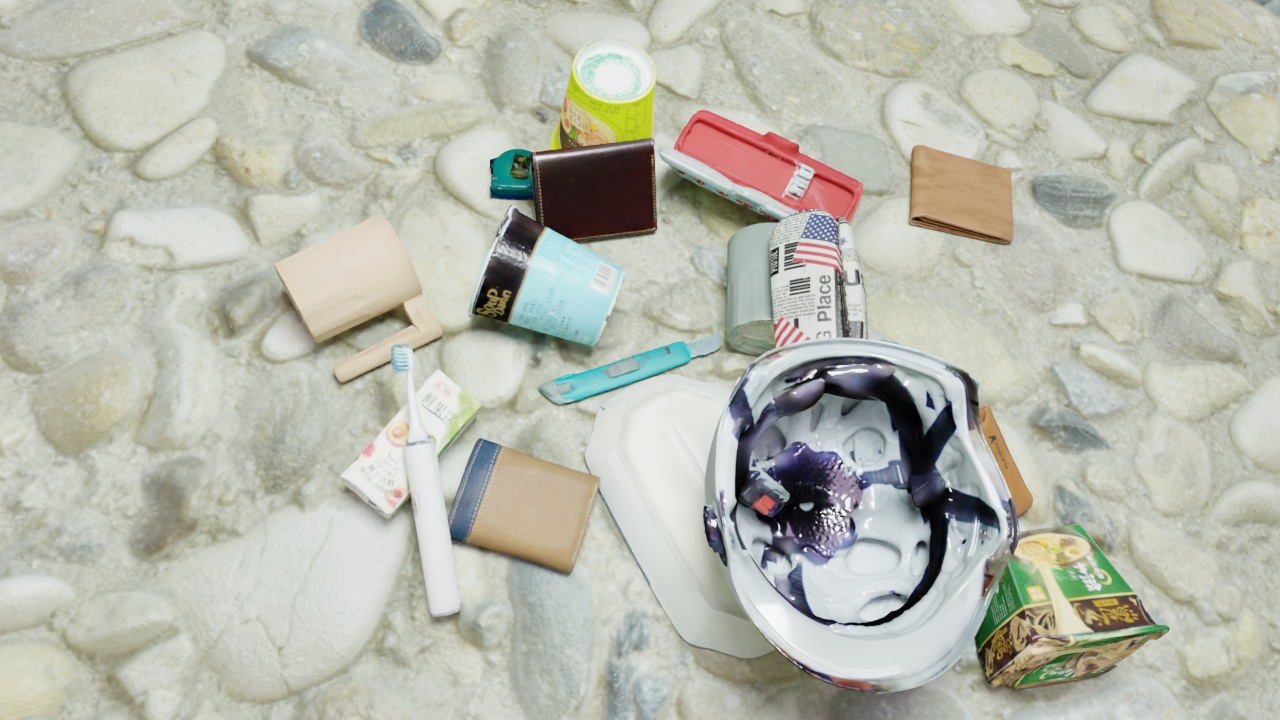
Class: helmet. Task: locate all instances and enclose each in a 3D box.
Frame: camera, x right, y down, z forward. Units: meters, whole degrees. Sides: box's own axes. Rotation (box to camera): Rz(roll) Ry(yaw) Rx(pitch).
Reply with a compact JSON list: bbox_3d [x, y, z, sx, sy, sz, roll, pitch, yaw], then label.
[{"bbox_3d":[0.151,0.118,0.714,0.229,0.146,0.258,-3,75,-8],"label":"helmet"}]

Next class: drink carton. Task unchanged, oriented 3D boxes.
[{"bbox_3d":[-0.194,0.071,0.784,0.053,0.046,0.122,39,66,-2],"label":"drink carton"}]

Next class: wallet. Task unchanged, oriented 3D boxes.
[{"bbox_3d":[0.348,-0.180,0.996,0.115,0.020,0.101,14,63,-4],"label":"wallet"},{"bbox_3d":[-0.100,0.123,0.781,0.115,0.033,0.090,16,66,-1],"label":"wallet"},{"bbox_3d":[0.282,0.102,0.816,0.130,0.035,0.119,-21,89,-31],"label":"wallet"},{"bbox_3d":[-0.044,-0.163,0.899,0.122,0.096,0.020,-9,28,-12],"label":"wallet"}]

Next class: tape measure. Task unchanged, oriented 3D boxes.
[{"bbox_3d":[-0.124,-0.190,0.932,0.058,0.025,0.054,2,65,-8],"label":"tape measure"}]

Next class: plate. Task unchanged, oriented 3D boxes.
[{"bbox_3d":[0.062,0.123,0.799,0.161,0.034,0.265,-23,70,-18],"label":"plate"}]

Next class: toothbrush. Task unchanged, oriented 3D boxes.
[{"bbox_3d":[-0.175,0.095,0.744,0.026,0.027,0.221,-7,86,-40],"label":"toothbrush"}]

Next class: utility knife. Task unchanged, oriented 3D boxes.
[{"bbox_3d":[-0.005,0.005,0.860,0.184,0.013,0.029,-18,67,-16],"label":"utility knife"}]

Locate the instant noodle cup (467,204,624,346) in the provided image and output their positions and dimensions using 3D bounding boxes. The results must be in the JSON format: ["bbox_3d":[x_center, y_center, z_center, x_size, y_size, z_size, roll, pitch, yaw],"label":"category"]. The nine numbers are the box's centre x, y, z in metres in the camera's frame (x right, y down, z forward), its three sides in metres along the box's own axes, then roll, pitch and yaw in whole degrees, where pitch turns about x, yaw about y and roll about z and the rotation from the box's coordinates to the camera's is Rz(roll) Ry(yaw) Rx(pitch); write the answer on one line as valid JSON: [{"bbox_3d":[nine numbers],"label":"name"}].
[{"bbox_3d":[-0.082,-0.069,0.842,0.120,0.111,0.111,22,63,-7],"label":"instant noodle cup"}]

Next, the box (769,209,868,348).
[{"bbox_3d":[0.157,-0.054,0.814,0.086,0.075,0.162,0,69,6],"label":"box"}]

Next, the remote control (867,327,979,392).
[{"bbox_3d":[0.257,0.016,0.887,0.135,0.019,0.056,28,64,6],"label":"remote control"}]

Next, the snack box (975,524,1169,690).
[{"bbox_3d":[0.340,0.201,0.764,0.117,0.118,0.105,-4,55,-10],"label":"snack box"}]

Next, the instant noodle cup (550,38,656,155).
[{"bbox_3d":[-0.032,-0.250,0.918,0.111,0.124,0.111,3,64,-6],"label":"instant noodle cup"}]

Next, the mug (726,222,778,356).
[{"bbox_3d":[0.140,-0.060,0.882,0.124,0.084,0.103,19,61,-27],"label":"mug"}]

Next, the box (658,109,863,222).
[{"bbox_3d":[0.122,-0.181,0.939,0.201,0.069,0.157,27,39,5],"label":"box"}]

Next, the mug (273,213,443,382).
[{"bbox_3d":[-0.253,-0.055,0.827,0.103,0.084,0.124,-29,98,-18],"label":"mug"}]
